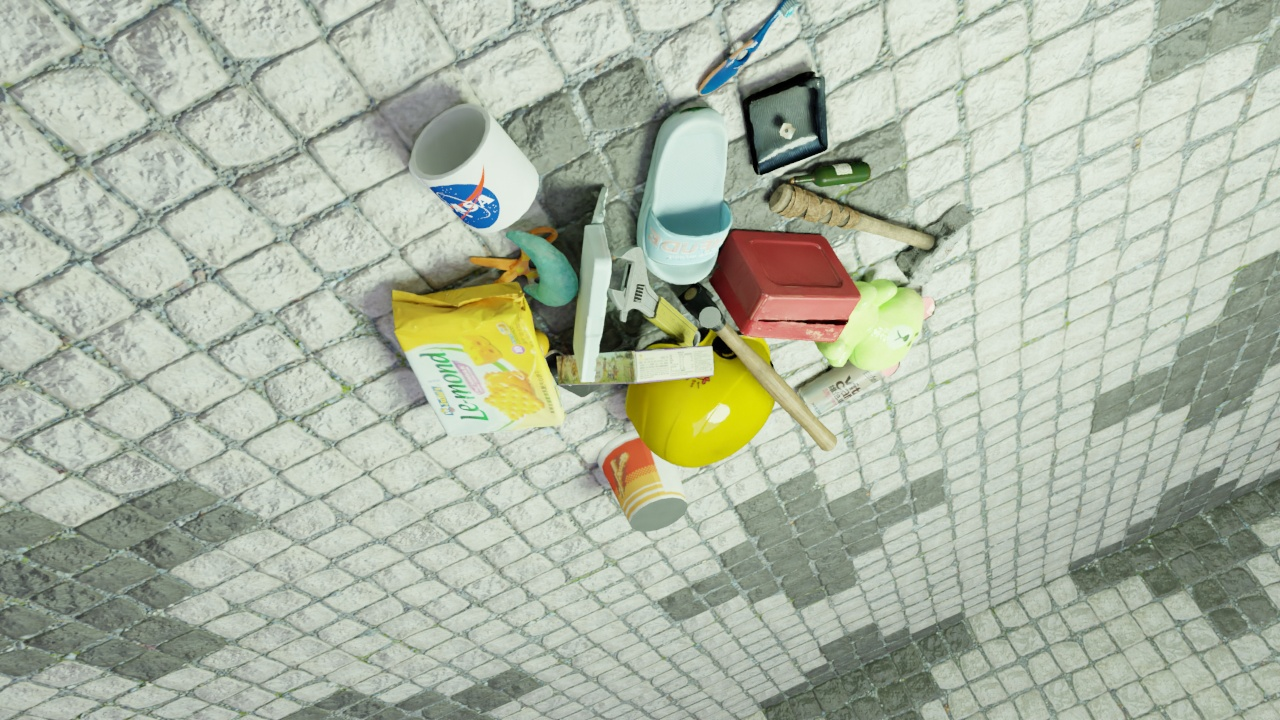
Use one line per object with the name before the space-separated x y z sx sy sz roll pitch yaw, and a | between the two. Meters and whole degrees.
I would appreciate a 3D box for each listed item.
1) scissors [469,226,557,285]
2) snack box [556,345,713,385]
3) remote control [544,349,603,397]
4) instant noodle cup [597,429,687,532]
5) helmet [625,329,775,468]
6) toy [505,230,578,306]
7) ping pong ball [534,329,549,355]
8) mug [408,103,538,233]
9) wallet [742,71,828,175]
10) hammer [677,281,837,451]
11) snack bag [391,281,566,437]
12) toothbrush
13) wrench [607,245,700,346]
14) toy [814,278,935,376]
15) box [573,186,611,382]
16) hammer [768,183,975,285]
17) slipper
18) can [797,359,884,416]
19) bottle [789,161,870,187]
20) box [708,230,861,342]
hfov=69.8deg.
scissors | -0.138 -0.108 1.082 0.125 0.011 0.128 -36 139 17
snack box | -0.007 0.007 1.175 0.143 0.040 0.148 -5 -178 -45
remote control | -0.097 0.019 1.243 0.045 0.008 0.146 -33 152 14
instant noodle cup | 0.009 0.191 1.436 0.123 0.121 0.124 -14 142 -11
helmet | 0.104 0.070 1.320 0.239 0.139 0.210 -12 142 -15
toy | -0.108 -0.102 1.041 0.033 0.085 0.105 -52 147 -31
ping pong ball | -0.137 -0.020 1.168 0.040 0.040 0.040 -14 142 -11
mug | -0.175 -0.188 0.912 0.121 0.091 0.090 1 154 29
wallet | 0.163 -0.265 1.028 0.089 0.026 0.115 -21 143 -1
hammer | 0.162 0.015 1.218 0.040 0.132 0.305 -42 113 7
snack bag | -0.188 -0.001 1.108 0.160 0.068 0.248 -4 138 8
toothbrush | 0.110 -0.320 0.942 0.135 0.017 0.021 -42 137 23
wrench | 0.023 -0.065 1.137 0.273 0.018 0.083 32 74 -62
toy | 0.327 -0.053 1.323 0.196 0.107 0.150 14 108 -50
box | -0.057 -0.084 1.056 0.040 0.134 0.197 1 139 -10
hammer | 0.298 -0.178 1.195 0.318 0.049 0.122 9 131 -32
slipper | 0.055 -0.174 1.049 0.104 0.074 0.246 -11 141 -13
can | 0.319 0.036 1.458 0.136 0.054 0.054 -32 142 13
bottle | 0.229 -0.224 1.114 0.106 0.025 0.025 -10 141 -16
box | 0.184 -0.094 1.169 0.157 0.129 0.093 1 136 -30
